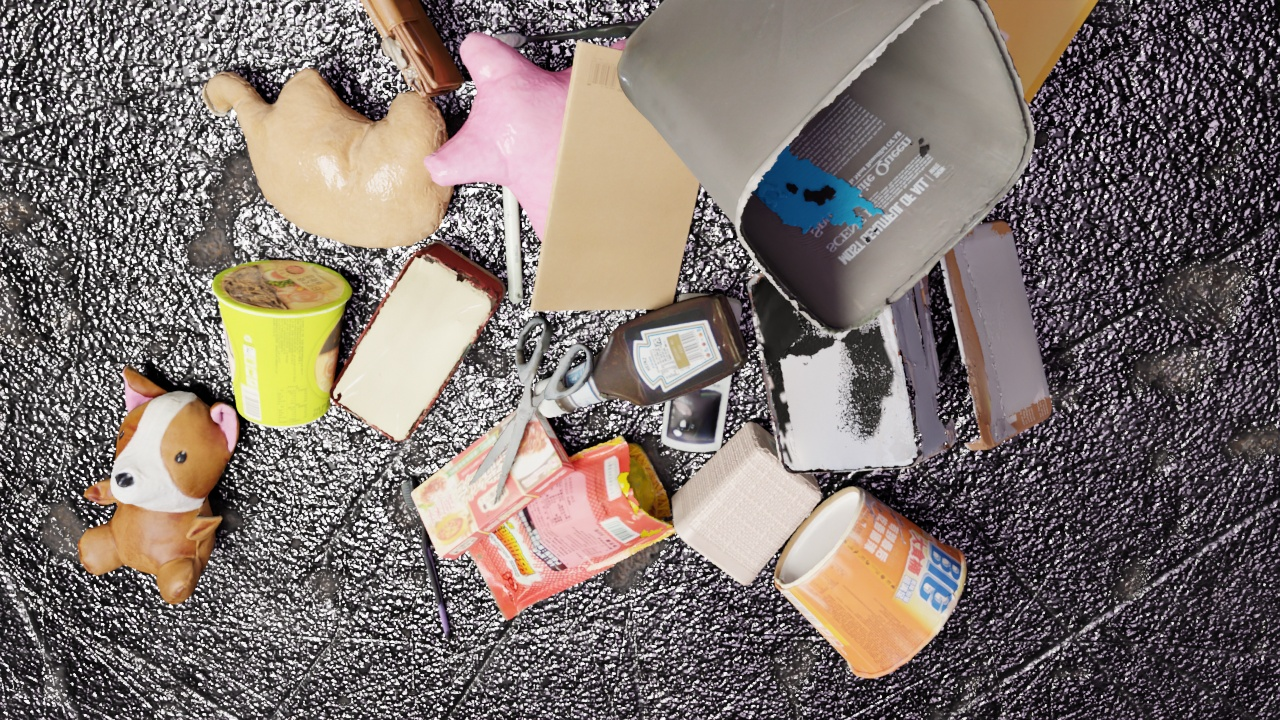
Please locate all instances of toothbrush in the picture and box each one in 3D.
[{"bbox_3d":[-0.214,0.204,0.922,0.017,0.014,0.189,-5,109,11],"label":"toothbrush"},{"bbox_3d":[-0.033,-0.270,0.754,0.181,0.018,0.016,-5,106,2],"label":"toothbrush"},{"bbox_3d":[-0.111,-0.141,0.798,0.020,0.029,0.190,19,116,40],"label":"toothbrush"}]

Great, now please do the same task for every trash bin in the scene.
[{"bbox_3d":[0.115,-0.173,0.649,0.199,0.219,0.198,-45,138,8],"label":"trash bin"}]

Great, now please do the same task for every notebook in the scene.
[{"bbox_3d":[0.307,-0.326,0.727,0.146,0.010,0.207,27,107,-8],"label":"notebook"},{"bbox_3d":[-0.009,-0.141,0.751,0.149,0.012,0.212,-4,115,-39],"label":"notebook"}]

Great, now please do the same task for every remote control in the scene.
[{"bbox_3d":[0.055,0.013,0.845,0.058,0.021,0.150,6,108,0],"label":"remote control"}]

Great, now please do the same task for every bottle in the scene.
[{"bbox_3d":[-0.005,0.005,0.818,0.195,0.044,0.080,-21,91,19],"label":"bottle"}]

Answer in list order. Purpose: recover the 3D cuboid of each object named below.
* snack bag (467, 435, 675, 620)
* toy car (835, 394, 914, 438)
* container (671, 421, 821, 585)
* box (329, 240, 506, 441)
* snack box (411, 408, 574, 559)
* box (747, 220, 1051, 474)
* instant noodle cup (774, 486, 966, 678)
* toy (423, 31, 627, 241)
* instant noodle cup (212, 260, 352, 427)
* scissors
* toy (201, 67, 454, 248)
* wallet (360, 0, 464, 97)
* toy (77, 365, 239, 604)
[{"bbox_3d":[-0.078,0.159,0.880,0.208,0.073,0.128,-28,99,19],"label":"snack bag"},{"bbox_3d":[0.205,0.051,0.845,0.090,0.035,0.042,-14,109,8],"label":"toy car"},{"bbox_3d":[0.099,0.128,0.849,0.090,0.090,0.111,38,103,-11],"label":"container"},{"bbox_3d":[-0.197,-0.013,0.814,0.091,0.077,0.168,33,107,-8],"label":"box"},{"bbox_3d":[-0.140,0.113,0.861,0.153,0.025,0.075,-37,64,12],"label":"snack box"},{"bbox_3d":[0.216,-0.010,0.784,0.158,0.204,0.181,-12,92,48],"label":"box"},{"bbox_3d":[0.203,0.196,0.843,0.111,0.151,0.151,40,105,-2],"label":"instant noodle cup"},{"bbox_3d":[-0.079,-0.171,0.743,0.194,0.074,0.179,-8,108,-23],"label":"toy"},{"bbox_3d":[-0.314,-0.011,0.809,0.111,0.111,0.124,10,117,-2],"label":"instant noodle cup"},{"bbox_3d":[-0.101,0.043,0.825,0.166,0.014,0.163,-17,72,28],"label":"scissors"},{"bbox_3d":[-0.266,-0.169,0.766,0.226,0.082,0.143,13,108,2],"label":"toy"},{"bbox_3d":[-0.187,-0.269,0.710,0.031,0.107,0.132,-28,105,8],"label":"wallet"},{"bbox_3d":[-0.445,0.114,0.848,0.140,0.130,0.200,20,99,1],"label":"toy"}]
